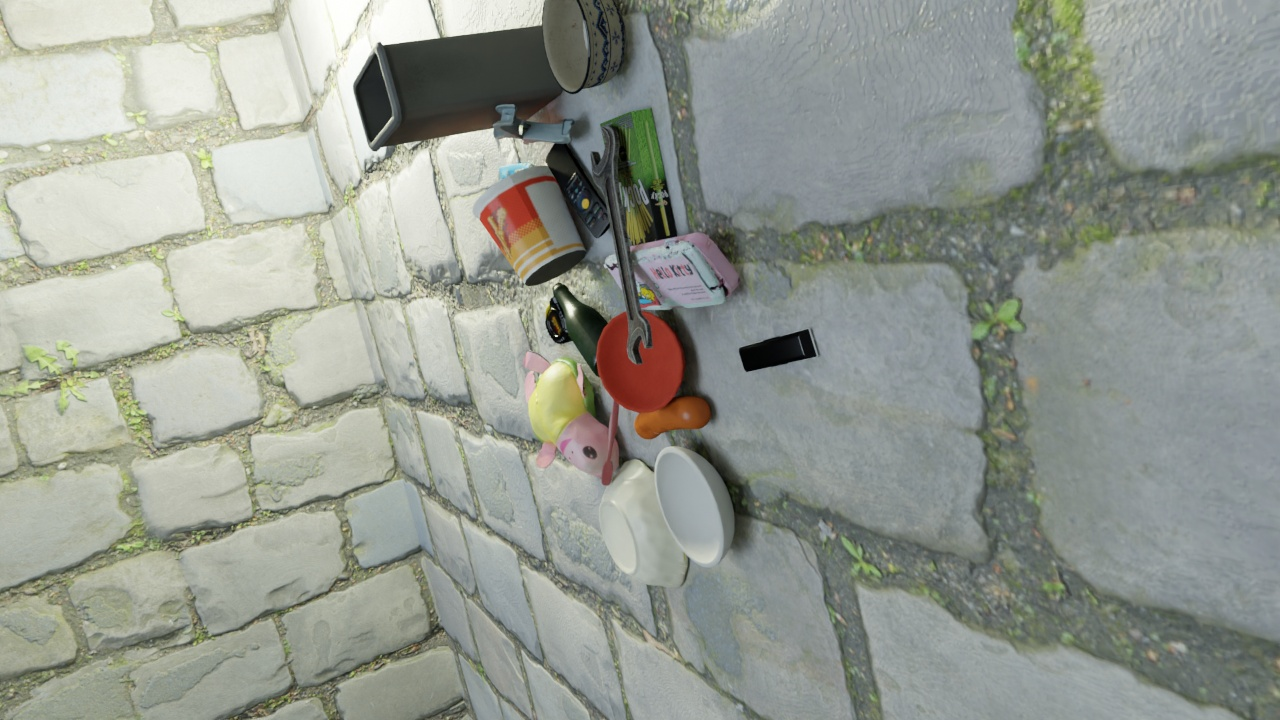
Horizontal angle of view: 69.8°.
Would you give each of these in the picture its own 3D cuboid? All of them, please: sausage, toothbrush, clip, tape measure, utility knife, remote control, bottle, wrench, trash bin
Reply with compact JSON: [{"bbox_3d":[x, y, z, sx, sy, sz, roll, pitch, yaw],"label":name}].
[{"bbox_3d":[0.035,0.069,1.111,0.044,0.039,0.165,49,156,-9],"label":"sausage"},{"bbox_3d":[-0.037,0.085,1.257,0.015,0.015,0.184,-85,2,-73],"label":"toothbrush"},{"bbox_3d":[-0.119,-0.294,1.182,0.172,0.143,0.029,-149,70,-76],"label":"clip"},{"bbox_3d":[-0.109,-0.056,1.332,0.067,0.038,0.063,63,145,12],"label":"tape measure"},{"bbox_3d":[-0.186,-0.279,1.373,0.158,0.015,0.031,16,115,62],"label":"utility knife"},{"bbox_3d":[-0.078,-0.221,1.177,0.041,0.020,0.152,-50,58,33],"label":"remote control"},{"bbox_3d":[-0.077,-0.050,1.248,0.174,0.055,0.055,53,148,38],"label":"bottle"},{"bbox_3d":[-0.021,-0.129,1.002,0.070,0.010,0.273,-37,60,59],"label":"wrench"},{"bbox_3d":[-0.241,-0.354,1.193,0.192,0.219,0.097,-1,104,64],"label":"trash bin"},{"bbox_3d":[0.131,-0.008,0.900,0.124,0.011,0.028,-17,90,65],"label":"remote control"}]

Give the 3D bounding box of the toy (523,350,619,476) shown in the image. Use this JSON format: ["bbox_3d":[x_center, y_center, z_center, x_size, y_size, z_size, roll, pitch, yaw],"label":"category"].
[{"bbox_3d":[-0.111,0.076,1.357,0.238,0.087,0.190,47,122,36],"label":"toy"}]

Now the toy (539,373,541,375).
[{"bbox_3d":[-0.138,0.070,1.458,0.092,0.046,0.115,4,103,62],"label":"toy"}]

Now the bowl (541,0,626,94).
[{"bbox_3d":[-0.057,-0.356,1.007,0.115,0.059,0.116,43,142,47],"label":"bowl"}]

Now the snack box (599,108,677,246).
[{"bbox_3d":[-0.002,-0.201,1.034,0.080,0.025,0.147,8,113,62],"label":"snack box"}]

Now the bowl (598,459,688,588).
[{"bbox_3d":[-0.008,0.237,1.282,0.220,0.060,0.188,-29,78,65],"label":"bowl"}]

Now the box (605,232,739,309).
[{"bbox_3d":[0.027,-0.094,0.990,0.086,0.044,0.203,51,161,-19],"label":"box"}]

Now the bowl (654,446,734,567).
[{"bbox_3d":[0.072,0.169,1.094,0.149,0.043,0.150,43,142,47],"label":"bowl"}]

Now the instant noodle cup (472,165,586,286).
[{"bbox_3d":[-0.142,-0.176,1.236,0.121,0.123,0.124,61,153,7],"label":"instant noodle cup"}]

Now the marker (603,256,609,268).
[{"bbox_3d":[-0.009,-0.120,1.104,0.134,0.020,0.017,6,124,63],"label":"marker"}]

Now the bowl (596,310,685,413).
[{"bbox_3d":[0.006,0.000,1.088,0.122,0.035,0.122,6,101,34],"label":"bowl"}]
